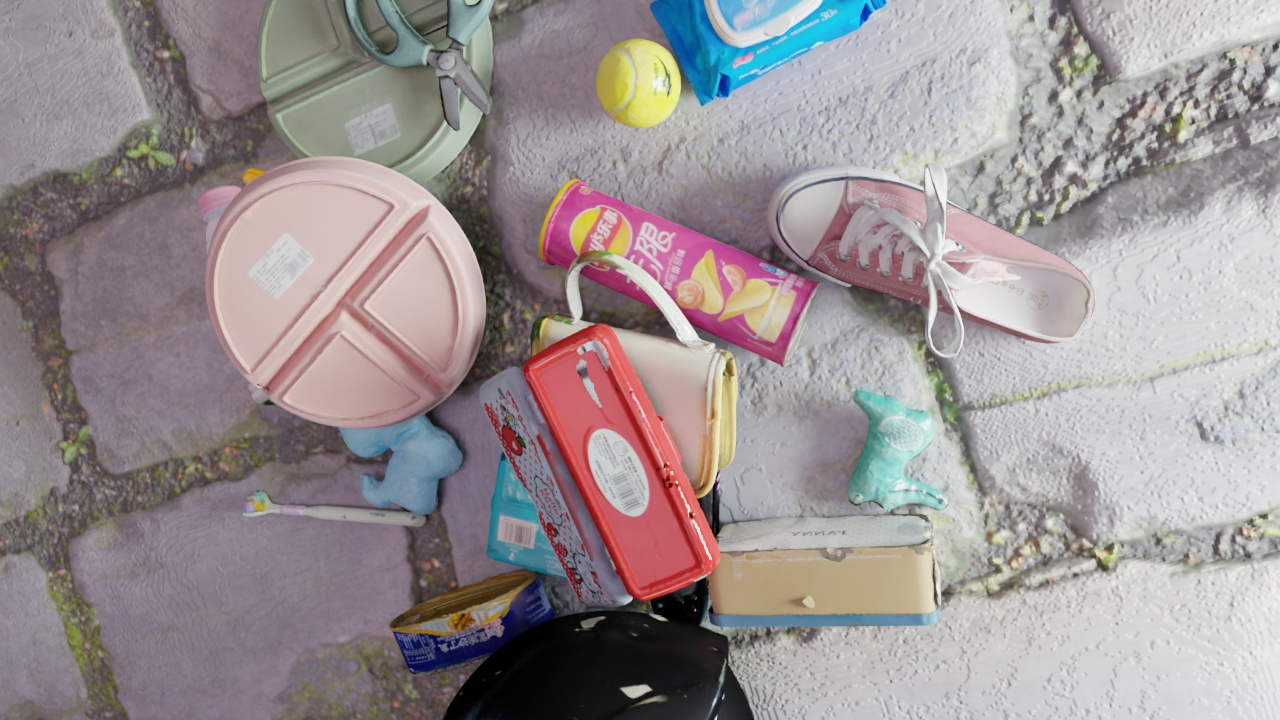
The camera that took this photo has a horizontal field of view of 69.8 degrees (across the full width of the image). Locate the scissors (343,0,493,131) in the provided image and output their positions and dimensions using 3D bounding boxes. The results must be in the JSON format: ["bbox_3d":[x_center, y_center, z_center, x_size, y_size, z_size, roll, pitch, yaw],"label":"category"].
[{"bbox_3d":[-0.155,-0.279,0.737,0.172,0.019,0.176,-44,83,16],"label":"scissors"}]

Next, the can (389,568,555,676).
[{"bbox_3d":[-0.146,0.227,0.796,0.148,0.074,0.049,-21,94,19],"label":"can"}]

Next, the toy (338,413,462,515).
[{"bbox_3d":[-0.224,0.052,0.811,0.156,0.049,0.162,32,108,1],"label":"toy"}]

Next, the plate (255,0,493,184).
[{"bbox_3d":[-0.235,-0.259,0.788,0.230,0.027,0.230,2,98,18],"label":"plate"}]

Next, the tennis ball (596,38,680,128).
[{"bbox_3d":[-0.001,-0.211,0.701,0.065,0.065,0.065,2,97,17],"label":"tennis ball"}]

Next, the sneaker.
[{"bbox_3d":[0.201,-0.074,0.644,0.241,0.087,0.118,24,103,12],"label":"sneaker"}]

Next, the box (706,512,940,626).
[{"bbox_3d":[0.131,0.158,0.695,0.184,0.089,0.063,-8,95,20],"label":"box"}]

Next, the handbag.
[{"bbox_3d":[-0.004,0.004,0.705,0.163,0.063,0.179,13,118,22],"label":"handbag"}]

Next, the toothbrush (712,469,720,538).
[{"bbox_3d":[0.064,0.107,0.748,0.018,0.014,0.189,-1,97,8],"label":"toothbrush"}]

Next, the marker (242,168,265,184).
[{"bbox_3d":[-0.305,-0.153,0.829,0.124,0.015,0.018,16,105,13],"label":"marker"}]

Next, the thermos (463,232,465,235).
[{"bbox_3d":[-0.223,-0.088,0.777,0.143,0.093,0.093,9,99,9],"label":"thermos"}]

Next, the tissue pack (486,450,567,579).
[{"bbox_3d":[-0.062,0.131,0.770,0.133,0.050,0.093,11,99,15],"label":"tissue pack"}]

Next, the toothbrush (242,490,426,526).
[{"bbox_3d":[-0.286,0.142,0.857,0.190,0.029,0.020,2,139,16],"label":"toothbrush"}]

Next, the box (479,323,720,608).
[{"bbox_3d":[-0.041,0.087,0.688,0.161,0.063,0.201,-27,89,34],"label":"box"}]

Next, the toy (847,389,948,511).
[{"bbox_3d":[0.194,0.076,0.697,0.096,0.030,0.092,20,107,6],"label":"toy"}]

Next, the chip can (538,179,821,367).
[{"bbox_3d":[0.029,-0.068,0.706,0.210,0.071,0.071,25,103,13],"label":"chip can"}]

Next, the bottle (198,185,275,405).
[{"bbox_3d":[-0.346,-0.060,0.829,0.068,0.068,0.197,-23,85,18],"label":"bottle"}]

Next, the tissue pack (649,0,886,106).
[{"bbox_3d":[0.090,-0.263,0.673,0.157,0.052,0.095,-24,89,18],"label":"tissue pack"}]

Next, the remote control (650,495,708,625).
[{"bbox_3d":[0.032,0.155,0.757,0.053,0.024,0.136,1,98,16],"label":"remote control"}]

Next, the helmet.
[{"bbox_3d":[-0.038,0.303,0.688,0.275,0.233,0.230,8,87,0],"label":"helmet"}]

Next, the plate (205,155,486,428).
[{"bbox_3d":[-0.240,-0.046,0.735,0.229,0.028,0.230,1,110,3],"label":"plate"}]
